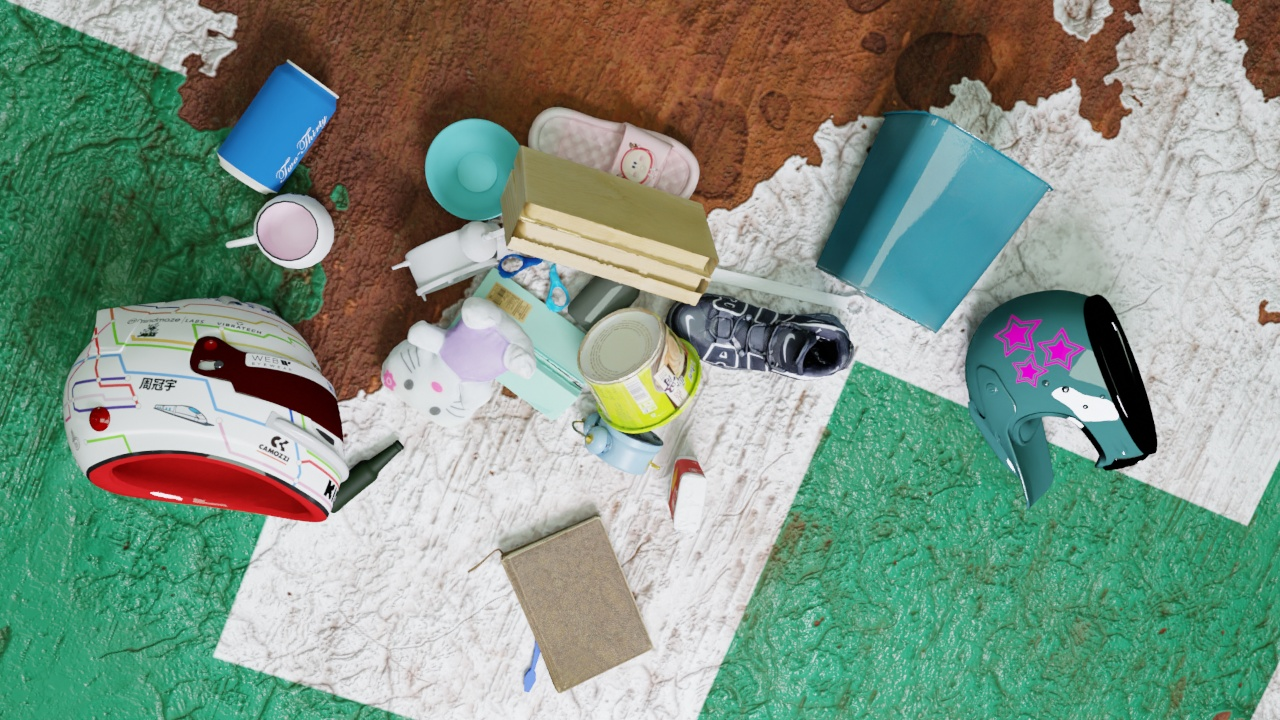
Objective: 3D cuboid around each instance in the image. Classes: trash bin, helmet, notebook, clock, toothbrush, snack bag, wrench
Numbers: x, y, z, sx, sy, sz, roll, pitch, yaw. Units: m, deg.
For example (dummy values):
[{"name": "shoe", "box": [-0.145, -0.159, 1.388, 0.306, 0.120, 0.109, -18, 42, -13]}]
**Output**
[{"name": "trash bin", "box": [0.353, -0.172, 1.164, 0.196, 0.199, 0.219, 28, 100, -11]}, {"name": "helmet", "box": [-0.479, 0.045, 1.051, 0.314, 0.232, 0.235, 10, 62, -5]}, {"name": "notebook", "box": [-0.104, 0.334, 1.239, 0.190, 0.034, 0.215, -21, 101, -9]}, {"name": "clock", "box": [-0.214, -0.128, 1.123, 0.159, 0.119, 0.061, -22, 96, 7]}, {"name": "toothbrush", "box": [-0.132, 0.366, 1.261, 0.016, 0.011, 0.187, 15, 93, -10]}, {"name": "snack bag", "box": [0.061, 0.174, 1.205, 0.036, 0.116, 0.077, 9, 96, -3]}, {"name": "clock", "box": [-0.032, 0.104, 1.196, 0.124, 0.088, 0.052, 24, 101, -13]}, {"name": "helmet", "box": [0.537, 0.048, 1.212, 0.176, 0.201, 0.274, -17, 86, -49]}, {"name": "wrench", "box": [0.175, -0.099, 1.233, 0.273, 0.009, 0.047, 11, 97, -9]}]

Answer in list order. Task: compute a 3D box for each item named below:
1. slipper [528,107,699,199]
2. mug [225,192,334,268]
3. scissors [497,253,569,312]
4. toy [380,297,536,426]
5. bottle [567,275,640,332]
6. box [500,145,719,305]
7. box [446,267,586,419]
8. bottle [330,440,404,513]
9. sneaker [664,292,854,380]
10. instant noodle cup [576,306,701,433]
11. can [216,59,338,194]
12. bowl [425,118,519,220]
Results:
[{"name": "slipper", "box": [-0.034, -0.252, 1.159, 0.221, 0.055, 0.107, 18, 97, -10]}, {"name": "mug", "box": [-0.434, -0.152, 1.106, 0.124, 0.076, 0.090, -13, 100, -6]}, {"name": "scissors", "box": [-0.125, -0.128, 1.179, 0.127, 0.014, 0.127, 7, 90, -12]}, {"name": "toy", "box": [-0.225, -0.001, 1.123, 0.210, 0.085, 0.137, -31, 112, 36]}, {"name": "bottle", "box": [-0.040, -0.085, 1.180, 0.060, 0.060, 0.108, 43, 91, -12]}, {"name": "box", "box": [-0.036, -0.163, 1.100, 0.249, 0.128, 0.092, 14, 120, -21]}, {"name": "box", "box": [-0.151, -0.020, 1.190, 0.187, 0.078, 0.112, 35, 63, -13]}, {"name": "bottle", "box": [-0.357, 0.147, 1.184, 0.123, 0.033, 0.033, -39, 101, -1]}, {"name": "sneaker", "box": [0.161, -0.023, 1.171, 0.252, 0.151, 0.097, 8, 98, -7]}, {"name": "instant noodle cup", "box": [-0.007, 0.007, 1.138, 0.146, 0.146, 0.098, -38, 134, -1]}, {"name": "can", "box": [-0.429, -0.275, 1.087, 0.079, 0.079, 0.146, 36, 92, -11]}, {"name": "bowl", "box": [-0.203, -0.236, 1.141, 0.121, 0.046, 0.121, -1, 98, -8]}]
